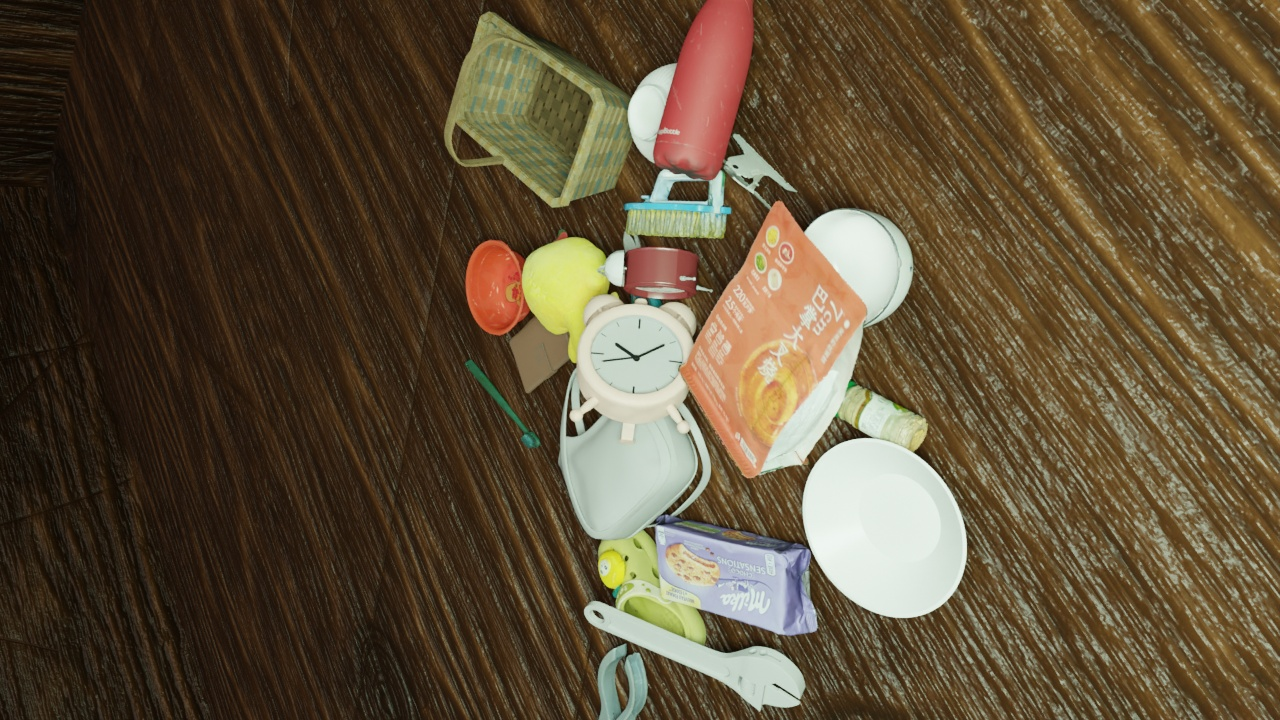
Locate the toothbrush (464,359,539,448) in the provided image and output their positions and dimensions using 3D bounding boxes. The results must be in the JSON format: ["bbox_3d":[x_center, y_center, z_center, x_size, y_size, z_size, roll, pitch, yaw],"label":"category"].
[{"bbox_3d":[-0.204,0.062,1.332,0.190,0.017,0.016,45,125,31],"label":"toothbrush"}]

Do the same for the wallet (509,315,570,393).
[{"bbox_3d":[-0.135,-0.019,1.253,0.121,0.013,0.087,-37,65,42],"label":"wallet"}]

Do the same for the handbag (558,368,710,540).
[{"bbox_3d":[-0.022,0.087,1.123,0.216,0.095,0.222,-46,54,27],"label":"handbag"}]

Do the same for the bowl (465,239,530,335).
[{"bbox_3d":[-0.186,-0.102,1.269,0.131,0.045,0.130,8,102,44],"label":"bowl"}]

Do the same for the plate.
[{"bbox_3d":[0.240,0.157,0.885,0.174,0.036,0.174,13,108,44],"label":"plate"}]

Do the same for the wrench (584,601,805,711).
[{"bbox_3d":[0.055,0.328,1.051,0.273,0.018,0.087,18,126,22],"label":"wrench"}]

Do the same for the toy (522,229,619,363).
[{"bbox_3d":[-0.081,-0.071,1.137,0.207,0.092,0.134,55,128,20],"label":"toy"}]

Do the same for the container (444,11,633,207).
[{"bbox_3d":[-0.141,-0.302,1.094,0.250,0.186,0.158,44,124,32],"label":"container"}]

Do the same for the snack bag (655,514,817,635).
[{"bbox_3d":[0.105,0.233,1.022,0.206,0.058,0.096,5,103,42],"label":"snack bag"}]

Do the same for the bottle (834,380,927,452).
[{"bbox_3d":[0.221,0.050,0.888,0.111,0.043,0.043,31,117,37],"label":"bottle"}]

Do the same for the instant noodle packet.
[{"bbox_3d":[0.129,-0.020,0.884,0.164,0.083,0.221,61,147,37],"label":"instant noodle packet"}]

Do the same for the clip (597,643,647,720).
[{"bbox_3d":[-0.017,0.456,1.197,0.106,0.027,0.163,27,116,41],"label":"clip"}]

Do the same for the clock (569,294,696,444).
[{"bbox_3d":[-0.006,0.006,1.032,0.086,0.131,0.160,100,176,-67],"label":"clock"}]

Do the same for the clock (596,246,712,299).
[{"bbox_3d":[0.013,-0.097,1.033,0.125,0.087,0.044,1,82,22],"label":"clock"}]

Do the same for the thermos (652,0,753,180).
[{"bbox_3d":[0.076,-0.308,0.939,0.073,0.073,0.240,19,94,42],"label":"thermos"}]

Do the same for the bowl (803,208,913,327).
[{"bbox_3d":[0.208,-0.087,0.865,0.114,0.063,0.113,9,103,44],"label":"bowl"}]

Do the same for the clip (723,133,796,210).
[{"bbox_3d":[0.112,-0.193,0.962,0.102,0.054,0.058,51,164,27],"label":"clip"}]

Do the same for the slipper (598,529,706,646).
[{"bbox_3d":[-0.001,0.290,1.120,0.190,0.081,0.092,50,130,24],"label":"slipper"}]

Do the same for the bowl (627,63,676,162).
[{"bbox_3d":[0.027,-0.272,1.019,0.118,0.062,0.118,8,101,44],"label":"bowl"}]

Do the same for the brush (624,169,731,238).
[{"bbox_3d":[0.034,-0.176,1.031,0.136,0.055,0.075,10,100,44],"label":"brush"}]

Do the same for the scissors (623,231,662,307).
[{"bbox_3d":[0.002,-0.080,1.104,0.131,0.019,0.150,40,123,33],"label":"scissors"}]
